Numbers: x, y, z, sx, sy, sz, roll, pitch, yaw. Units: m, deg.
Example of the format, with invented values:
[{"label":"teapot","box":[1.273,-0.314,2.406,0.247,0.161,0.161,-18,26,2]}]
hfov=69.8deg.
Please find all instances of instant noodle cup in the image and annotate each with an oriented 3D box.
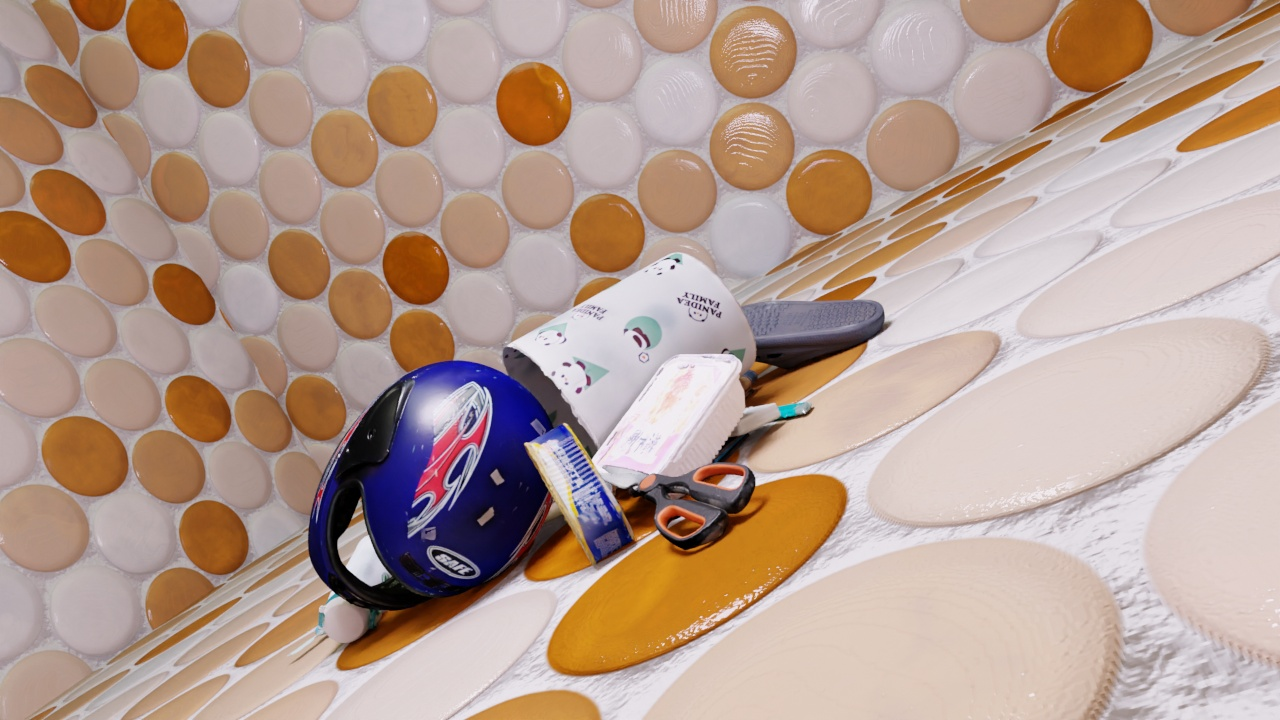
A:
[{"label":"instant noodle cup","box":[0.039,0.075,0.980,0.173,0.060,0.138,-55,27,-19]}]

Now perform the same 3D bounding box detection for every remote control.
[{"label":"remote control","box":[0.099,0.072,1.050,0.058,0.021,0.150,-22,1,-25]}]

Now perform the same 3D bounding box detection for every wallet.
[{"label":"wallet","box":[0.102,0.058,1.233,0.090,0.033,0.115,-29,6,39]},{"label":"wallet","box":[0.055,0.115,1.028,0.123,0.020,0.096,-23,8,37]}]

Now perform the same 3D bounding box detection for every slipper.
[{"label":"slipper","box":[0.209,-0.025,1.259,0.269,0.083,0.110,-3,29,37]}]

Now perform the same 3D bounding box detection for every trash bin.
[{"label":"trash bin","box":[-0.007,0.007,1.150,0.251,0.229,0.230,-35,7,-18]}]

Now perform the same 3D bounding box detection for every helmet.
[{"label":"helmet","box":[-0.229,0.154,1.063,0.241,0.247,0.315,7,63,52]}]

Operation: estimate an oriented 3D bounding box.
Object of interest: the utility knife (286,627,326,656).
[{"label":"utility knife","box":[-0.410,0.353,1.282,0.034,0.018,0.193,-16,12,43]}]

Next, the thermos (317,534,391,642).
[{"label":"thermos","box":[-0.368,0.302,1.225,0.073,0.073,0.224,-30,12,1]}]

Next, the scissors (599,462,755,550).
[{"label":"scissors","box":[0.029,0.113,0.860,0.143,0.022,0.235,-37,22,-1]}]

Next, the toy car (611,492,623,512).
[{"label":"toy car","box":[-0.047,0.166,0.992,0.056,0.037,0.122,-29,4,-7]}]

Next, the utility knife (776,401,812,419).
[{"label":"utility knife","box":[0.132,0.066,1.079,0.029,0.013,0.224,-33,6,-28]}]

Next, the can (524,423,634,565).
[{"label":"can","box":[-0.062,0.129,0.909,0.049,0.148,0.075,-29,-34,-11]}]
